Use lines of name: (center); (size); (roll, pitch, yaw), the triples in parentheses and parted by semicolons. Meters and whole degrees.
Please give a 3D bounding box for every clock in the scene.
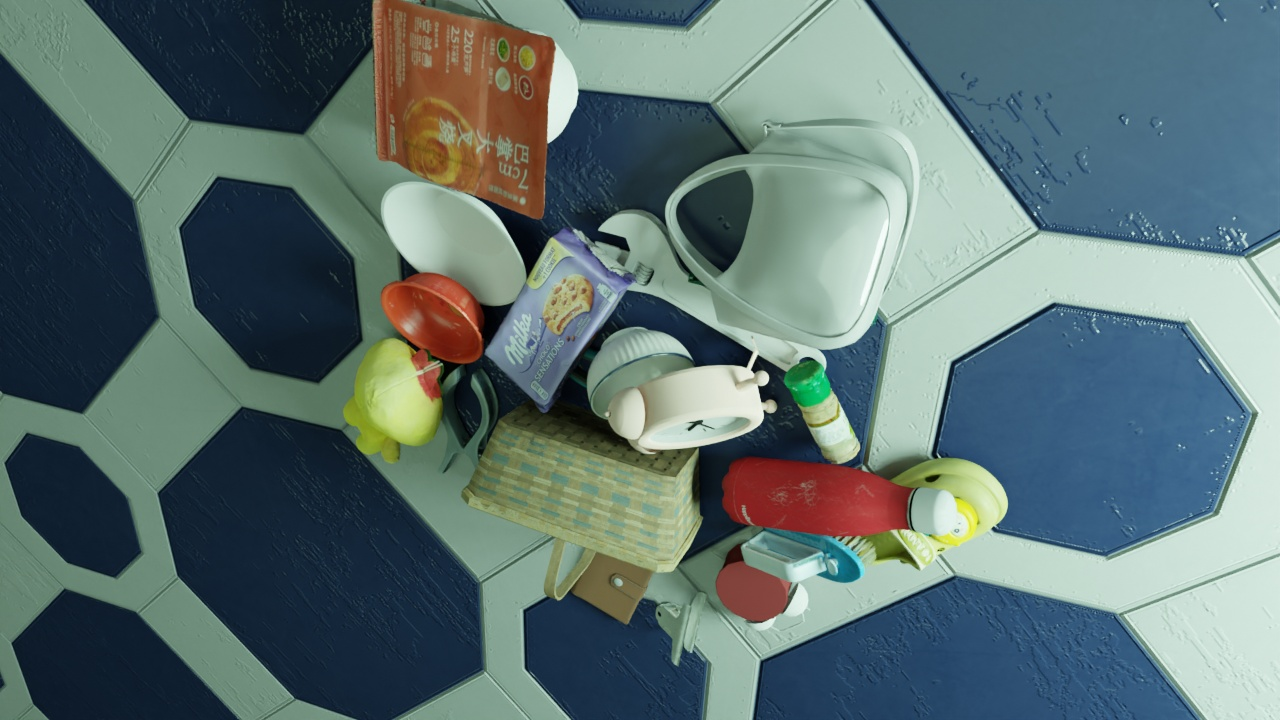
clock: (0.139, 0.263, 1.062); (0.087, 0.044, 0.124); (-35, 98, 31)
clock: (0.051, 0.040, 0.929); (0.160, 0.131, 0.086); (-19, 71, 7)

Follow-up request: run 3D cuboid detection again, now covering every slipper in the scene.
slipper: (0.277, 0.168, 0.942); (0.191, 0.081, 0.091); (-30, 98, 33)

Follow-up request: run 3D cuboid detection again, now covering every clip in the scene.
clip: (0.050, 0.326, 1.142); (0.057, 0.054, 0.102); (0, 120, -18)
clip: (-0.197, 0.085, 1.118); (0.106, 0.027, 0.164); (19, 121, 14)

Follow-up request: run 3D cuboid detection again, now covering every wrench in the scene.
wrench: (0.075, -0.066, 0.944); (0.273, 0.018, 0.087); (30, 120, 4)

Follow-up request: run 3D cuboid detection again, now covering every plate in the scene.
plate: (-0.191, -0.133, 0.981); (0.174, 0.036, 0.174); (20, 147, 14)

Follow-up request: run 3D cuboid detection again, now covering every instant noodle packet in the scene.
instant noodle packet: (-0.159, -0.240, 0.858); (0.221, 0.083, 0.165); (31, 125, 38)

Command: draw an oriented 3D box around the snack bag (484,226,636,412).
snack bag: (-0.087, -0.042, 0.974); (0.096, 0.058, 0.206); (41, 125, 6)

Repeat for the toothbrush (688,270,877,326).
toothbrush: (0.139, -0.062, 0.908); (0.190, 0.017, 0.016); (14, 113, 8)

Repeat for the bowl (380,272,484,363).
bowl: (-0.225, -0.056, 1.034); (0.130, 0.045, 0.131); (20, 146, 14)

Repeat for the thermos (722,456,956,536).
thermos: (0.198, 0.142, 0.930); (0.240, 0.073, 0.073); (1, 116, 38)

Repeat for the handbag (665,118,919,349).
handbag: (0.130, -0.129, 0.862); (0.223, 0.095, 0.216); (21, 108, 21)

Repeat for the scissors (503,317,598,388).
scissors: (-0.086, -0.004, 1.036); (0.131, 0.019, 0.150); (-14, 109, 26)

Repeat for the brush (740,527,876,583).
brush: (0.178, 0.205, 0.970); (0.136, 0.075, 0.055); (9, 122, 53)

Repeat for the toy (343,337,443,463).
toy: (-0.304, 0.051, 1.103); (0.208, 0.092, 0.134); (-36, 80, 52)

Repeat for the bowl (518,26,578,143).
bowl: (-0.101, -0.261, 0.877); (0.113, 0.063, 0.113); (32, 130, 47)

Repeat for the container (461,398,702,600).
container: (-0.062, 0.167, 1.033); (0.250, 0.157, 0.186); (17, 108, 13)

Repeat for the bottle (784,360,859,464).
bottle: (0.186, 0.054, 0.935); (0.043, 0.043, 0.111); (-17, 116, 28)

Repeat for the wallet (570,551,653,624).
wallet: (-0.034, 0.271, 1.152); (0.087, 0.013, 0.121); (28, 122, 9)

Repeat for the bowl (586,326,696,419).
bowl: (-0.006, 0.006, 0.970); (0.118, 0.118, 0.062); (-44, 53, 32)
